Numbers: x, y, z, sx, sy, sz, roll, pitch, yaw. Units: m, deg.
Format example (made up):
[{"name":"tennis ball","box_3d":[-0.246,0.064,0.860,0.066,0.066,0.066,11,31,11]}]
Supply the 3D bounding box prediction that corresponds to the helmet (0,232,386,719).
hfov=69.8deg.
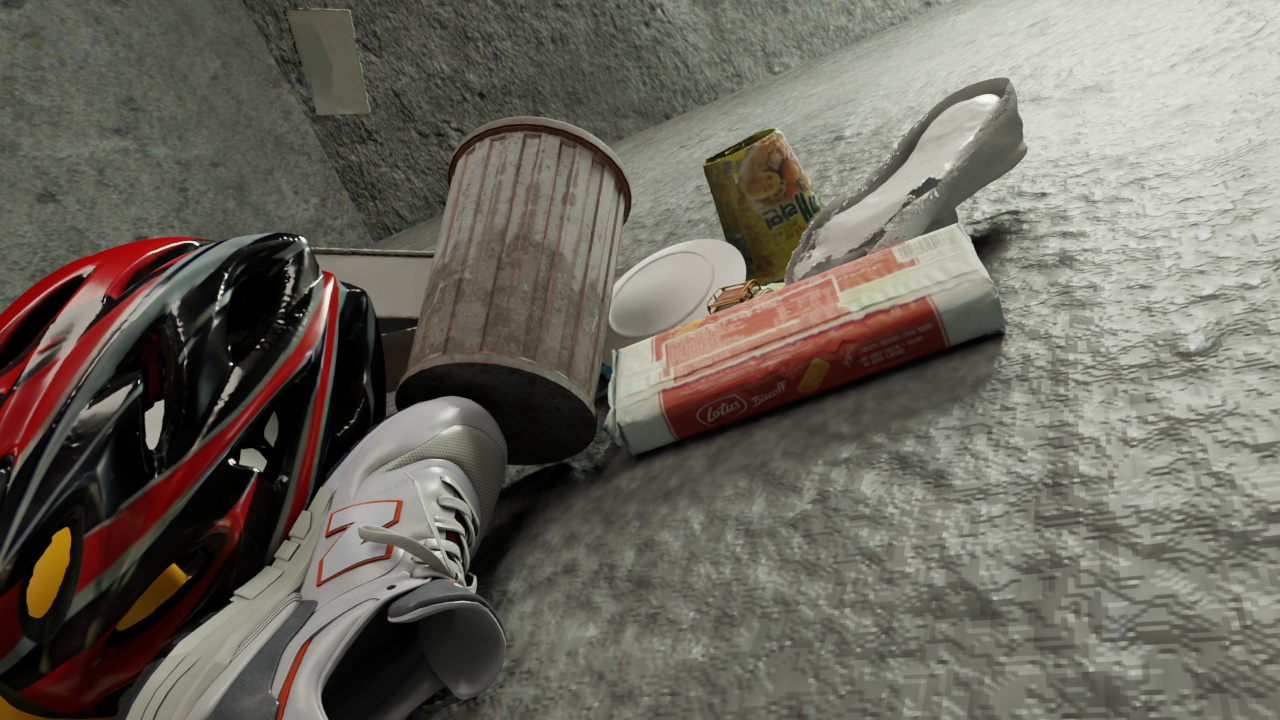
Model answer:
[{"name":"helmet","box_3d":[-0.241,0.051,0.491,0.167,0.217,0.271,-16,47,32]}]

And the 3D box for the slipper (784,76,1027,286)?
[{"name":"slipper","box_3d":[0.187,-0.106,0.632,0.246,0.074,0.112,-43,9,-27]}]

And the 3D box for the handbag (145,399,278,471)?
[{"name":"handbag","box_3d":[-0.316,0.075,0.698,0.199,0.142,0.096,-12,52,35]}]

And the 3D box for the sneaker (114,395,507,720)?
[{"name":"sneaker","box_3d":[-0.108,0.107,0.421,0.124,0.089,0.239,1,38,37]}]

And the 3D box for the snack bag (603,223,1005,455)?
[{"name":"snack bag","box_3d":[0.087,-0.011,0.532,0.225,0.041,0.077,-22,34,16]}]

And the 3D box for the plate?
[{"name":"plate","box_3d":[0.016,-0.048,0.696,0.135,0.011,0.134,-23,38,19]}]

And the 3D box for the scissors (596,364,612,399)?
[{"name":"scissors","box_3d":[-0.004,0.004,0.686,0.135,0.015,0.135,-24,17,-6]}]

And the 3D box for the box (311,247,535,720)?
[{"name":"box","box_3d":[-0.205,0.105,0.743,0.171,0.403,0.169,-13,-14,-13]}]

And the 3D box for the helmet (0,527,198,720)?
[{"name":"helmet","box_3d":[-0.359,0.159,0.523,0.206,0.131,0.254,-19,19,19]}]

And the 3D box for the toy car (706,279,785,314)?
[{"name":"toy car","box_3d":[0.072,-0.030,0.616,0.047,0.047,0.111,-9,27,39]}]

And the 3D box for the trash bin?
[{"name":"trash bin","box_3d":[-0.078,-0.053,0.609,0.131,0.131,0.210,-16,51,29]}]

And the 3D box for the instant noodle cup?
[{"name":"instant noodle cup","box_3d":[0.104,-0.127,0.753,0.102,0.108,0.102,-25,16,8]}]
